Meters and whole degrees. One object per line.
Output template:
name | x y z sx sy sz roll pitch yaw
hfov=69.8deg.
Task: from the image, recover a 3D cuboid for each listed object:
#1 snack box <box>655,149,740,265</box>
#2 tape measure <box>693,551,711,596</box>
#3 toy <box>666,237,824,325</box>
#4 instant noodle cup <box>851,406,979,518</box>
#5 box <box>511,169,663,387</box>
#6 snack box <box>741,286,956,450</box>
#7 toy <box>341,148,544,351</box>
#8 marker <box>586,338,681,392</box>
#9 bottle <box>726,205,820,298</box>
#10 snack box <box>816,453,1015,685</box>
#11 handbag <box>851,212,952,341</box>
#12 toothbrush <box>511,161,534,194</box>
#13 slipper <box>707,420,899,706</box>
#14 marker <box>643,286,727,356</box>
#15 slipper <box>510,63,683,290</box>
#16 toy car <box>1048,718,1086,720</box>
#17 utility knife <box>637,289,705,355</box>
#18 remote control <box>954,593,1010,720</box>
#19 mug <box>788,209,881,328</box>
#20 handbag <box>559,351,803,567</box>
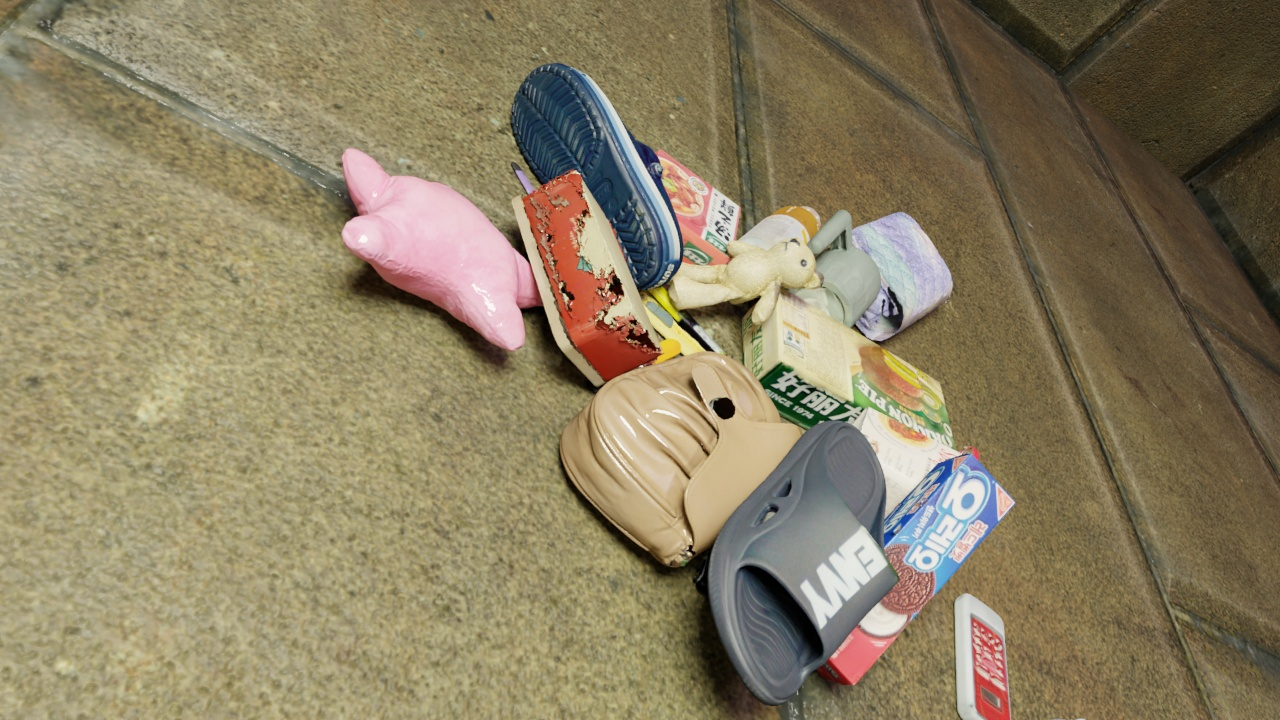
snack box | 0.044 -0.145 0.955 0.113 0.044 0.126 33 40 -16
tape measure | 0.084 0.166 0.692 0.065 0.066 0.033 36 43 -13
toy | 0.096 -0.084 0.883 0.157 0.066 0.105 -10 49 -13
instant noodle cup | 0.237 0.117 0.852 0.124 0.117 0.116 33 38 2
box | -0.038 -0.074 0.751 0.091 0.079 0.168 51 14 -55
snack box | 0.214 0.028 0.942 0.240 0.063 0.114 27 41 -23
toy | -0.146 -0.087 0.704 0.194 0.075 0.178 33 23 -34
marker | -0.005 0.005 0.800 0.018 0.015 0.123 52 40 11
bottle | 0.156 -0.130 1.027 0.068 0.068 0.189 47 38 1
snack box | 0.206 0.162 0.731 0.207 0.057 0.058 -41 86 -17
handbag | 0.311 -0.106 1.148 0.193 0.076 0.134 -23 78 -49
toothbrush | -0.073 -0.115 0.843 0.014 0.017 0.189 -10 62 -47
slipper | 0.134 0.121 0.654 0.110 0.084 0.267 54 40 -8
marker | 0.048 -0.033 0.884 0.124 0.015 0.018 46 31 -5
slipper | -0.028 -0.180 0.871 0.095 0.105 0.252 -11 64 -49
toy car | 0.360 0.336 0.810 0.105 0.049 0.031 6 56 -41
utility knife | 0.038 -0.020 0.865 0.151 0.018 0.030 46 43 -7
remote control | 0.314 0.279 0.842 0.056 0.020 0.135 36 39 -11
mug | 0.209 -0.091 1.008 0.103 0.084 0.124 -42 129 -50
handbag | 0.043 0.066 0.717 0.204 0.100 0.147 -18 66 -50
